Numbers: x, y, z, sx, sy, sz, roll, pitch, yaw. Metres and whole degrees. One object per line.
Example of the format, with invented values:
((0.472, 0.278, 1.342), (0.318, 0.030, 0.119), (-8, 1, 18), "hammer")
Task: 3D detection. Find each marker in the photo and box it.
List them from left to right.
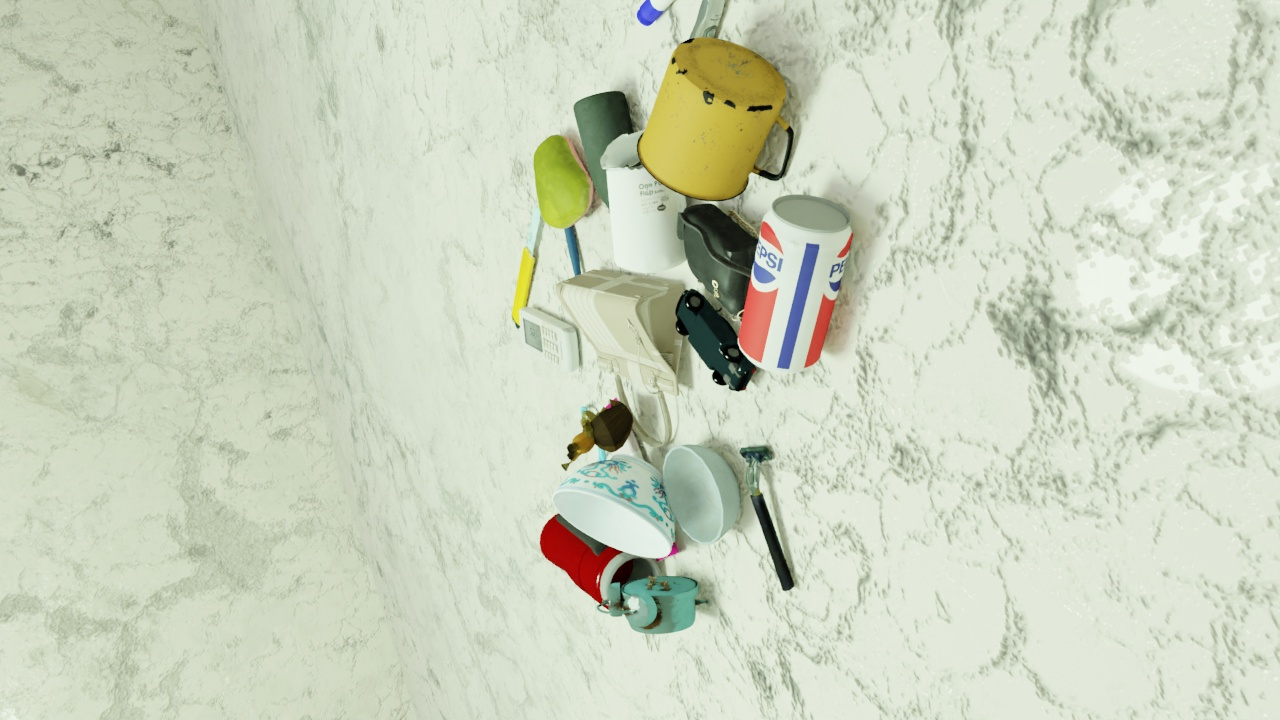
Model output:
((0.036, -0.339, 0.806), (0.142, 0.020, 0.020), (-23, 83, 60), "marker")

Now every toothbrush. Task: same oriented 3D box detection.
((-0.075, -0.105, 1.110), (0.014, 0.014, 0.167), (-10, 93, 27), "toothbrush")
((0.060, -0.297, 0.784), (0.024, 0.022, 0.186), (55, 144, 27), "toothbrush")

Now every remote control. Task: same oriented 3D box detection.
((-0.122, -0.029, 1.216), (0.138, 0.025, 0.060), (26, 125, 53), "remote control")

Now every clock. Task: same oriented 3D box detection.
((0.010, 0.275, 1.034), (0.090, 0.124, 0.053), (-4, 90, 61), "clock")

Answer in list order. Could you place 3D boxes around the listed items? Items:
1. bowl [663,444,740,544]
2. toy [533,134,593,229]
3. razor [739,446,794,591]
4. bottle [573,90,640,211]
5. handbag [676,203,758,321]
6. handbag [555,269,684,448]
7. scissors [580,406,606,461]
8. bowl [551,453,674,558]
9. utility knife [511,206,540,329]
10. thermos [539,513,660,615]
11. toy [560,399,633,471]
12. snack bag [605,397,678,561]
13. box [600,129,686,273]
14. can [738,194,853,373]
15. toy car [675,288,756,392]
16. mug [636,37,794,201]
((0.069, 0.134, 0.952), (0.106, 0.039, 0.106), (34, 131, 49), "bowl")
((-0.091, -0.208, 1.054), (0.090, 0.051, 0.110), (-27, 78, 58), "toy")
((0.123, 0.154, 0.887), (0.043, 0.022, 0.144), (-12, 93, 62), "razor")
((-0.022, -0.184, 0.945), (0.055, 0.055, 0.174), (-5, 101, 60), "bottle")
((0.069, -0.089, 0.821), (0.128, 0.054, 0.079), (-126, 27, -53), "handbag")
((-0.006, 0.006, 1.023), (0.176, 0.062, 0.198), (18, 127, 56), "handbag")
((-0.050, 0.105, 1.144), (0.141, 0.015, 0.111), (-154, 47, -77), "scissors")
((-0.019, 0.153, 1.029), (0.144, 0.074, 0.144), (21, 152, 12), "bowl")
((-0.154, -0.122, 1.235), (0.030, 0.019, 0.224), (52, 148, 25), "utility knife")
((-0.061, 0.246, 1.175), (0.199, 0.083, 0.108), (14, 137, 60), "thermos")
((-0.053, 0.086, 1.037), (0.062, 0.100, 0.076), (44, 158, 18), "toy")
((-0.003, 0.143, 1.104), (0.196, 0.016, 0.070), (68, 154, 12), "snack bag")
((0.004, -0.160, 0.890), (0.089, 0.080, 0.143), (-135, 38, -70), "box")
((0.123, -0.060, 0.736), (0.070, 0.070, 0.132), (45, 140, 41), "can")
((0.072, -0.020, 0.880), (0.112, 0.034, 0.046), (56, 146, 29), "toy car")
((0.069, -0.194, 0.752), (0.124, 0.100, 0.094), (25, 136, 1), "mug")
